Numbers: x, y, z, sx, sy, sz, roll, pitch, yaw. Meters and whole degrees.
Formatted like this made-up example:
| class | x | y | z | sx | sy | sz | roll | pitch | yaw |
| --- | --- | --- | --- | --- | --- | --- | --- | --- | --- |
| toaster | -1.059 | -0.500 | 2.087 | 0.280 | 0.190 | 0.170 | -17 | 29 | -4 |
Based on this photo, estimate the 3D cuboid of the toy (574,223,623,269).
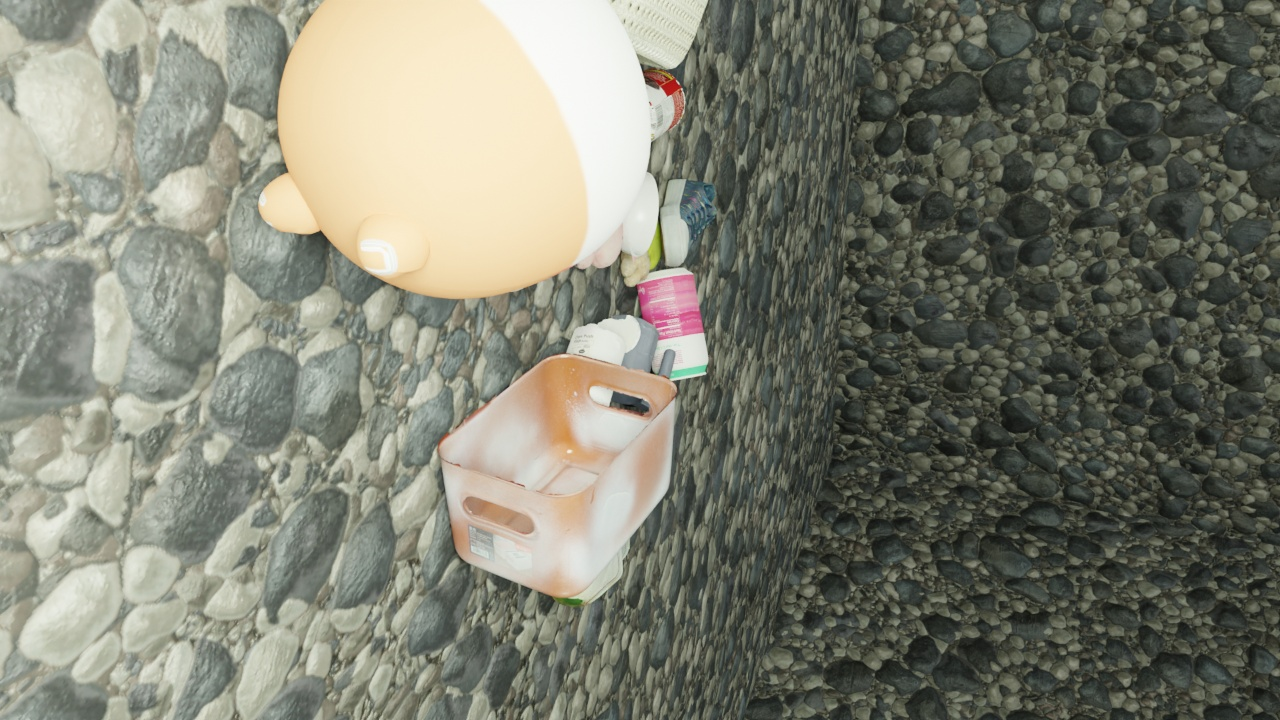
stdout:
| class | x | y | z | sx | sy | sz | roll | pitch | yaw |
| --- | --- | --- | --- | --- | --- | --- | --- | --- | --- |
| toy | -0.060 | -0.164 | 1.178 | 0.104 | 0.053 | 0.108 | -45 | 141 | -49 |

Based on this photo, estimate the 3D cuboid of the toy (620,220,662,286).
| class | x | y | z | sx | sy | sz | roll | pitch | yaw |
| --- | --- | --- | --- | --- | --- | --- | --- | --- | --- |
| toy | 0.000 | -0.159 | 1.351 | 0.092 | 0.043 | 0.117 | 75 | 34 | -52 |

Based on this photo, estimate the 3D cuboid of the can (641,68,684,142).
| class | x | y | z | sx | sy | sz | roll | pitch | yaw |
| --- | --- | --- | --- | --- | --- | --- | --- | --- | --- |
| can | -0.001 | -0.329 | 1.205 | 0.116 | 0.087 | 0.087 | -50 | 144 | -55 |

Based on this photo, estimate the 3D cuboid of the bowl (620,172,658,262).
| class | x | y | z | sx | sy | sz | roll | pitch | yaw |
| --- | --- | --- | --- | --- | --- | --- | --- | --- | --- |
| bowl | -0.019 | -0.204 | 1.267 | 0.114 | 0.051 | 0.114 | 10 | 89 | -70 |

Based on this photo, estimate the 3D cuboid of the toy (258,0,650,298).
| class | x | y | z | sx | sy | sz | roll | pitch | yaw |
| --- | --- | --- | --- | --- | --- | --- | --- | --- | --- |
| toy | -0.134 | -0.166 | 0.686 | 0.280 | 0.263 | 0.266 | -45 | 141 | -29 |

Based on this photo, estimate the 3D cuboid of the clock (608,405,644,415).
| class | x | y | z | sx | sy | sz | roll | pitch | yaw |
| --- | --- | --- | --- | --- | --- | --- | --- | --- | --- |
| clock | -0.034 | 0.090 | 1.299 | 0.137 | 0.096 | 0.048 | 22 | 80 | -67 |

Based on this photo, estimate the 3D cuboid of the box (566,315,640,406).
| class | x | y | z | sx | sy | sz | roll | pitch | yaw |
| --- | --- | --- | --- | --- | --- | --- | --- | --- | --- |
| box | -0.059 | -0.010 | 1.225 | 0.094 | 0.084 | 0.165 | 48 | 53 | -53 |

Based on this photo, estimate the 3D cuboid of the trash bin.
| class | x | y | z | sx | sy | sz | roll | pitch | yaw |
| --- | --- | --- | --- | --- | --- | --- | --- | --- | --- |
| trash bin | -0.084 | 0.124 | 1.042 | 0.258 | 0.182 | 0.158 | -44 | 141 | -50 |

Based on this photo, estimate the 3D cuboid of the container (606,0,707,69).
| class | x | y | z | sx | sy | sz | roll | pitch | yaw |
| --- | --- | --- | --- | --- | --- | --- | --- | --- | --- |
| container | -0.026 | -0.409 | 0.986 | 0.251 | 0.185 | 0.143 | -16 | 126 | -66 |

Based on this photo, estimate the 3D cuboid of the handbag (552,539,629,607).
| class | x | y | z | sx | sy | sz | roll | pitch | yaw |
| --- | --- | --- | --- | --- | --- | --- | --- | --- | --- |
| handbag | -0.074 | 0.220 | 1.254 | 0.141 | 0.096 | 0.199 | -50 | 146 | -52 |

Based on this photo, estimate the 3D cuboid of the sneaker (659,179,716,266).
| class | x | y | z | sx | sy | sz | roll | pitch | yaw |
| --- | --- | --- | --- | --- | --- | --- | --- | --- | --- |
| sneaker | 0.075 | -0.212 | 1.393 | 0.234 | 0.079 | 0.087 | -78 | 163 | -58 |

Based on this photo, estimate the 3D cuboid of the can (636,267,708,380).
| class | x | y | z | sx | sy | sz | roll | pitch | yaw |
| --- | --- | --- | --- | --- | --- | --- | --- | --- | --- |
| can | 0.050 | -0.054 | 1.407 | 0.088 | 0.088 | 0.166 | -10 | 90 | -69 |

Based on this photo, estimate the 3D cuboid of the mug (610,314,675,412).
| class | x | y | z | sx | sy | sz | roll | pitch | yaw |
| --- | --- | --- | --- | --- | --- | --- | --- | --- | --- |
| mug | -0.008 | 0.008 | 1.314 | 0.124 | 0.084 | 0.103 | 29 | 64 | -26 |

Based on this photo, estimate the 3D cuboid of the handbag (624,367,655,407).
| class | x | y | z | sx | sy | sz | roll | pitch | yaw |
| --- | --- | --- | --- | --- | --- | --- | --- | --- | --- |
| handbag | 0.002 | 0.022 | 1.445 | 0.128 | 0.054 | 0.079 | -38 | 123 | -57 |
